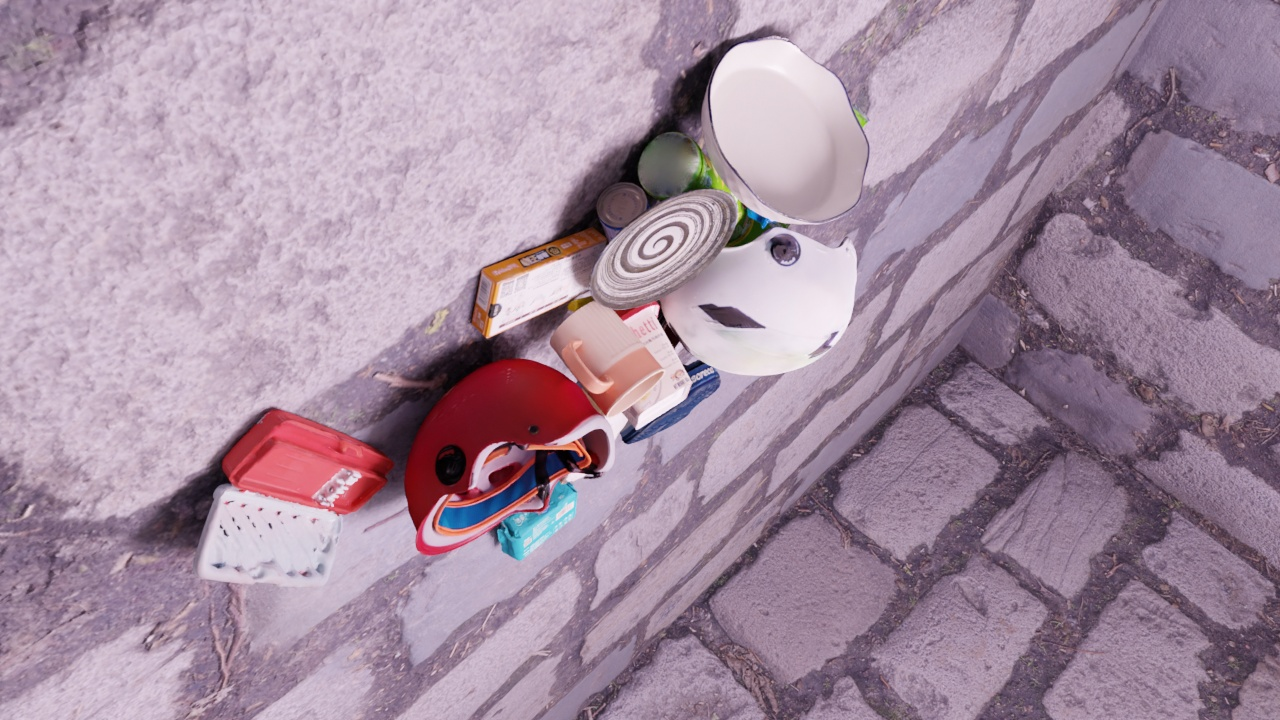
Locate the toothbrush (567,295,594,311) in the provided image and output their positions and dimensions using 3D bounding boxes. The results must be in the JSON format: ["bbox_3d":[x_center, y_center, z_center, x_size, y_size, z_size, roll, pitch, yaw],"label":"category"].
[{"bbox_3d":[-0.031,-0.073,1.069,0.016,0.016,0.189,-37,173,27],"label":"toothbrush"}]

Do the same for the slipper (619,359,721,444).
[{"bbox_3d":[0.025,0.047,1.308,0.105,0.095,0.253,-21,170,-27],"label":"slipper"}]

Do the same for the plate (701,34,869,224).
[{"bbox_3d":[0.148,-0.234,0.957,0.204,0.205,0.046,-34,-176,-33],"label":"plate"}]

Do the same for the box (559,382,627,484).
[{"bbox_3d":[-0.064,0.079,1.243,0.089,0.062,0.185,-9,134,-59],"label":"box"}]

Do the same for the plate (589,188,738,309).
[{"bbox_3d":[0.022,-0.120,0.959,0.179,0.024,0.180,-25,156,-12],"label":"plate"}]

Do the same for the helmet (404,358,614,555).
[{"bbox_3d":[-0.156,0.090,0.978,0.240,0.144,0.207,-33,159,8],"label":"helmet"}]

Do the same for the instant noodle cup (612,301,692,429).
[{"bbox_3d":[-0.007,0.006,1.103,0.116,0.124,0.117,-31,166,-13],"label":"instant noodle cup"}]

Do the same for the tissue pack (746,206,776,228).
[{"bbox_3d":[0.152,-0.236,1.065,0.095,0.052,0.156,105,-8,-50],"label":"tissue pack"}]

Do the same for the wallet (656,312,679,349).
[{"bbox_3d":[0.039,-0.041,1.280,0.096,0.020,0.122,-55,166,17],"label":"wallet"}]

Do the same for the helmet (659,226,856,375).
[{"bbox_3d":[0.146,-0.057,1.145,0.258,0.145,0.230,0,165,-27],"label":"helmet"}]

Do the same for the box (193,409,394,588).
[{"bbox_3d":[-0.318,0.133,0.849,0.161,0.059,0.201,-61,161,-9],"label":"box"}]

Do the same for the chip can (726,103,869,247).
[{"bbox_3d":[0.196,-0.233,1.192,0.236,0.072,0.072,-53,158,12],"label":"chip can"}]

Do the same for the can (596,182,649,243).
[{"bbox_3d":[-0.009,-0.134,0.991,0.053,0.053,0.135,-45,159,-9],"label":"can"}]

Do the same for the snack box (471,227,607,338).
[{"bbox_3d":[-0.102,-0.082,0.940,0.153,0.026,0.075,-29,152,-41],"label":"snack box"}]

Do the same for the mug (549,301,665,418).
[{"bbox_3d":[-0.044,-0.001,0.989,0.082,0.106,0.114,-45,168,24],"label":"mug"}]

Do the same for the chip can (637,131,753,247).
[{"bbox_3d":[0.065,-0.186,1.021,0.072,0.072,0.221,-52,159,8],"label":"chip can"}]

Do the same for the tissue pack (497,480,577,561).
[{"bbox_3d":[-0.152,0.230,1.342,0.133,0.050,0.093,-37,158,-26],"label":"tissue pack"}]
